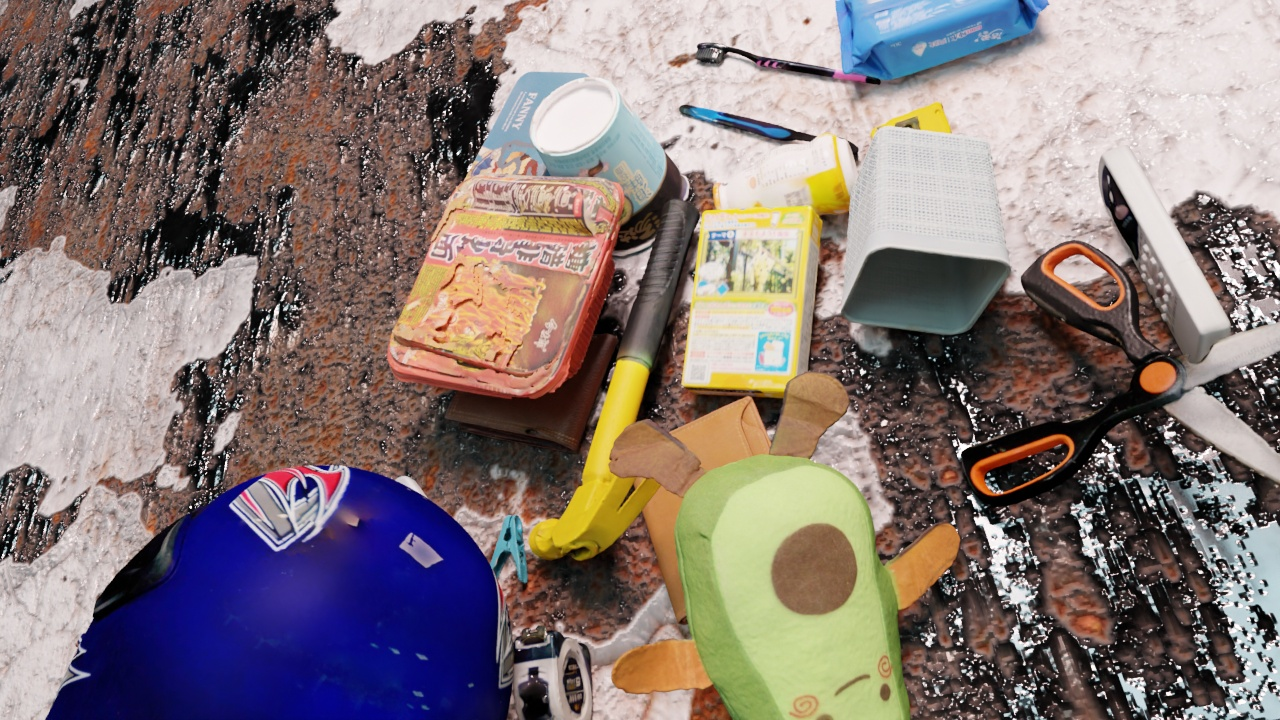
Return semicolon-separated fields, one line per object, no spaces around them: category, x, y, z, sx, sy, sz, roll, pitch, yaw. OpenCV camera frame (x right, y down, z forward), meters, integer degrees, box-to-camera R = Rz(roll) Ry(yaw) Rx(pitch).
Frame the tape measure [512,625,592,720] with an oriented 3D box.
tape measure;-0.057;0.214;0.600;0.034;0.066;0.066;-14;57;16

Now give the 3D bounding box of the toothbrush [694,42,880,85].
toothbrush;0.124;-0.258;0.805;0.189;0.014;0.017;24;86;34

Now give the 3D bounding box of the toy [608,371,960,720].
toy;0.086;0.134;0.532;0.226;0.090;0.246;-18;81;-10

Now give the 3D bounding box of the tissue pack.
tissue pack;0.236;-0.283;0.739;0.157;0.052;0.094;-14;56;19

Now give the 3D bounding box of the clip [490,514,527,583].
clip;-0.098;0.143;0.693;0.034;0.013;0.054;-11;59;19

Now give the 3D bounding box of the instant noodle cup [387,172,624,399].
instant noodle cup;-0.097;-0.052;0.721;0.165;0.079;0.188;9;69;28

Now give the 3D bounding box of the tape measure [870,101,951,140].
tape measure;0.209;-0.167;0.703;0.060;0.029;0.057;-18;58;17

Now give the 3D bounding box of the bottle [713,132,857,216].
bottle;0.112;-0.135;0.711;0.108;0.063;0.063;-12;59;21

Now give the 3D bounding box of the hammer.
hammer;-0.004;0.004;0.686;0.129;0.033;0.300;-28;40;54

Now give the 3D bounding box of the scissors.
scissors;0.280;0.010;0.525;0.235;0.021;0.220;-40;38;32

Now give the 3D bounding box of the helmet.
helmet;-0.210;0.186;0.577;0.240;0.247;0.316;-55;22;-18

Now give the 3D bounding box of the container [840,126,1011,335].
container;0.188;-0.091;0.623;0.090;0.090;0.111;7;61;0

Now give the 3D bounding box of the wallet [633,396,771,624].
wallet;0.054;0.101;0.632;0.108;0.031;0.131;-27;56;12

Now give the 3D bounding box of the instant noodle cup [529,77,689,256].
instant noodle cup;-0.032;-0.165;0.763;0.111;0.120;0.111;-12;59;20

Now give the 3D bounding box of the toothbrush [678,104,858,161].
toothbrush;0.105;-0.196;0.782;0.190;0.016;0.014;26;86;37

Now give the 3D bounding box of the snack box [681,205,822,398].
snack box;0.082;-0.043;0.677;0.087;0.033;0.140;1;79;27

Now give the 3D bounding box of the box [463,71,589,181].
box;-0.095;-0.186;0.844;0.090;0.061;0.184;10;70;29

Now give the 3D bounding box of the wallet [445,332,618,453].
wallet;-0.087;0.017;0.747;0.125;0.032;0.101;8;65;29

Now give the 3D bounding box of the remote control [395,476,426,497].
remote control;-0.173;0.149;0.722;0.056;0.020;0.136;-45;54;-2

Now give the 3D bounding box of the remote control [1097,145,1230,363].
remote control;0.322;-0.065;0.573;0.021;0.058;0.149;-20;56;16
